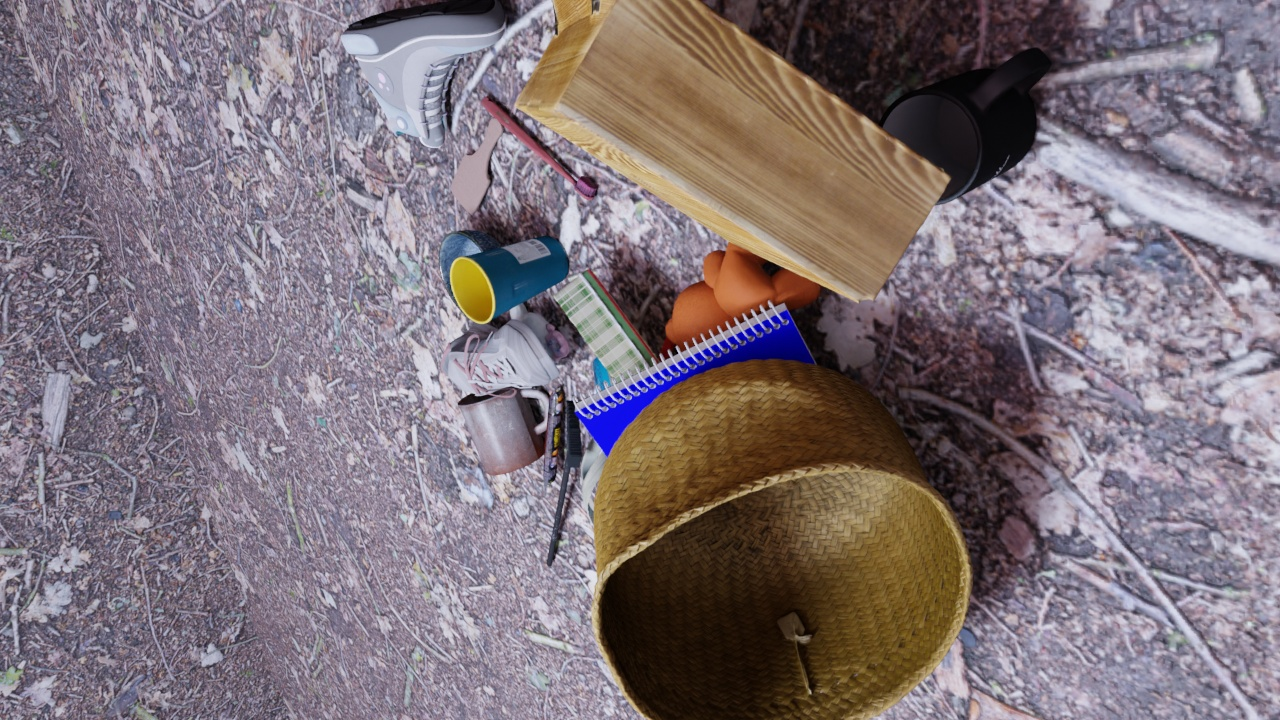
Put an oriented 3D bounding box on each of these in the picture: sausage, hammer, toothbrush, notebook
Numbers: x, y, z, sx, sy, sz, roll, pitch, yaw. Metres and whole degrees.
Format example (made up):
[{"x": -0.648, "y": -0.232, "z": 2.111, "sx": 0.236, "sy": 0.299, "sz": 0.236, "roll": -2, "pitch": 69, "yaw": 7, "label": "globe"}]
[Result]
[{"x": -0.114, "y": 0.101, "z": 1.198, "sx": 0.020, "sy": 0.020, "sz": 0.155, "roll": 27, "pitch": 122, "yaw": 35, "label": "sausage"}, {"x": -0.108, "y": 0.185, "z": 1.238, "sx": 0.326, "sy": 0.015, "sz": 0.094, "roll": 104, "pitch": 164, "yaw": -47, "label": "hammer"}, {"x": 0.017, "y": 0.033, "z": 1.037, "sx": 0.012, "sy": 0.017, "sz": 0.213, "roll": 40, "pitch": 133, "yaw": 25, "label": "toothbrush"}, {"x": 0.068, "y": 0.054, "z": 0.844, "sx": 0.209, "sy": 0.022, "sz": 0.171, "roll": -26, "pitch": 119, "yaw": 13, "label": "notebook"}, {"x": -0.114, "y": -0.239, "z": 1.018, "sx": 0.190, "sy": 0.016, "sz": 0.017, "roll": 44, "pitch": 133, "yaw": 21, "label": "toothbrush"}]

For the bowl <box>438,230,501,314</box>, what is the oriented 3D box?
[{"x": -0.194, "y": -0.112, "z": 1.143, "sx": 0.114, "sy": 0.060, "sz": 0.114, "roll": 23, "pitch": 126, "yaw": 37, "label": "bowl"}]

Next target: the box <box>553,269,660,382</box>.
[{"x": -0.006, "y": 0.006, "z": 0.954, "sx": 0.205, "sy": 0.051, "sz": 0.117, "roll": 54, "pitch": -177, "yaw": 28, "label": "box"}]

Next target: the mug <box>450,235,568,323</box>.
[{"x": -0.145, "y": -0.099, "z": 1.049, "sx": 0.078, "sy": 0.121, "sz": 0.078, "roll": 26, "pitch": 130, "yaw": 36, "label": "mug"}]

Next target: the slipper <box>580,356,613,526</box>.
[{"x": -0.044, "y": 0.136, "z": 1.091, "sx": 0.118, "sy": 0.060, "sz": 0.295, "roll": -116, "pitch": 18, "yaw": -69, "label": "slipper"}]

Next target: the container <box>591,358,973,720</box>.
[{"x": 0.107, "y": 0.157, "z": 0.785, "sx": 0.196, "sy": 0.307, "sz": 0.308, "roll": -96, "pitch": 7, "yaw": -58, "label": "container"}]

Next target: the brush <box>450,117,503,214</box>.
[{"x": -0.191, "y": -0.238, "z": 1.106, "sx": 0.050, "sy": 0.015, "sz": 0.136, "roll": 50, "pitch": 134, "yaw": 13, "label": "brush"}]

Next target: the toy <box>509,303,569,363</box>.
[{"x": -0.128, "y": -0.029, "z": 1.134, "sx": 0.123, "sy": 0.037, "sz": 0.079, "roll": 21, "pitch": 134, "yaw": 49, "label": "toy"}]

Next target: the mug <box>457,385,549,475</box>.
[{"x": -0.169, "y": 0.085, "z": 1.220, "sx": 0.123, "sy": 0.096, "sz": 0.110, "roll": -14, "pitch": 108, "yaw": 19, "label": "mug"}]

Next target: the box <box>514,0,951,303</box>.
[{"x": 0.074, "y": -0.269, "z": 0.620, "sx": 0.337, "sy": 0.286, "sz": 0.279, "roll": -60, "pitch": 19, "yaw": 9, "label": "box"}]

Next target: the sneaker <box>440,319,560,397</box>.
[{"x": -0.184, "y": 0.007, "z": 1.128, "sx": 0.099, "sy": 0.089, "sz": 0.236, "roll": 56, "pitch": 158, "yaw": -19, "label": "sneaker"}]

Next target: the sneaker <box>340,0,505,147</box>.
[{"x": -0.232, "y": -0.323, "z": 1.052, "sx": 0.257, "sy": 0.092, "sz": 0.160, "roll": 14, "pitch": 130, "yaw": 41, "label": "sneaker"}]

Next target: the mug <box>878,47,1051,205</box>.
[{"x": 0.229, "y": -0.166, "z": 0.630, "sx": 0.078, "sy": 0.087, "sz": 0.114, "roll": 54, "pitch": 140, "yaw": 10, "label": "mug"}]

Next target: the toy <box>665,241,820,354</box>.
[{"x": 0.084, "y": -0.041, "z": 0.858, "sx": 0.112, "sy": 0.096, "sz": 0.176, "roll": 49, "pitch": 117, "yaw": 15, "label": "toy"}]
